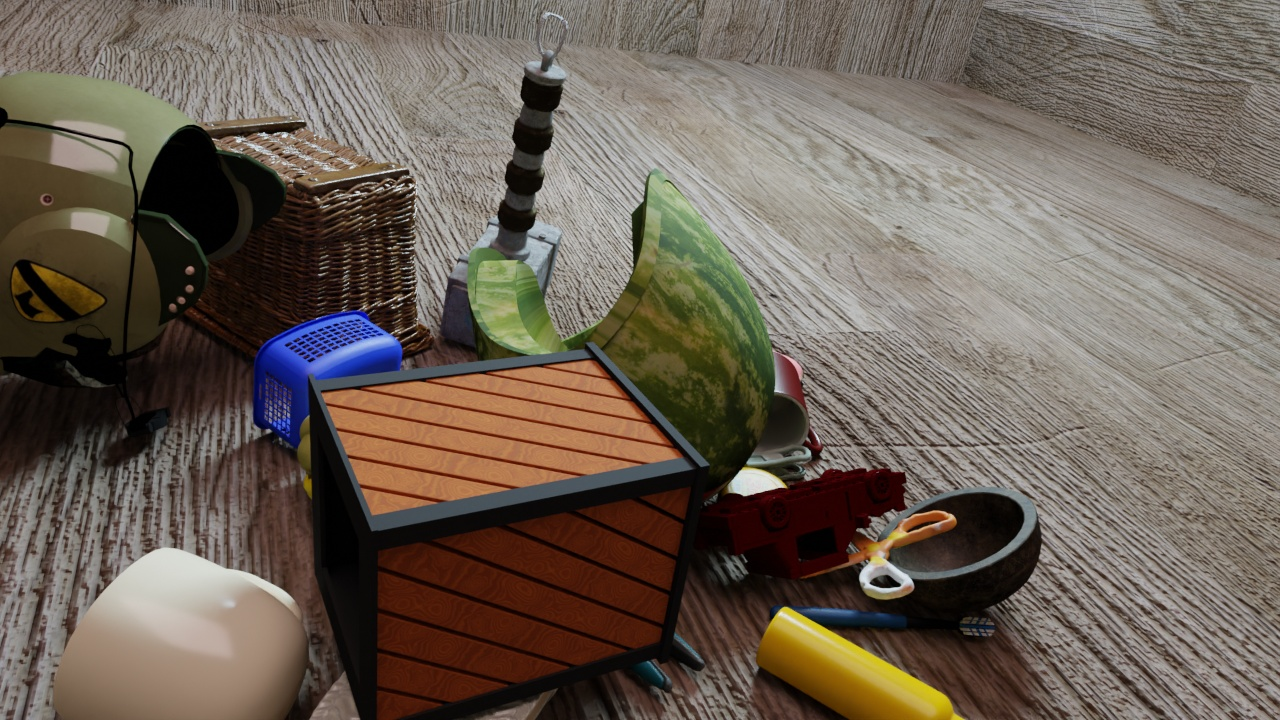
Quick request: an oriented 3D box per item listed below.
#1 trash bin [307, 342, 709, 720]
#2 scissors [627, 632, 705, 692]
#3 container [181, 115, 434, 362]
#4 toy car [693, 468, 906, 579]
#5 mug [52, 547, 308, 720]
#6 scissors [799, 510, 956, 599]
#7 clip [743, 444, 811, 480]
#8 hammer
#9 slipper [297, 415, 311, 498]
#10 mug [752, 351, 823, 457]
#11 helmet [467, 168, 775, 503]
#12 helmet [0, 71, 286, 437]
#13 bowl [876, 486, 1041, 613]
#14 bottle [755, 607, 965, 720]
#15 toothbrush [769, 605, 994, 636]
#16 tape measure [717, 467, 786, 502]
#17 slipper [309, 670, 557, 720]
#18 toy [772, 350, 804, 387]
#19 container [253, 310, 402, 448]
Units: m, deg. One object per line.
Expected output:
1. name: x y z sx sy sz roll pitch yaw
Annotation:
1. trash bin: -0.082 0.092 0.515 0.171 0.140 0.139 -7 32 -28
2. scissors: -0.016 0.173 0.628 0.146 0.019 0.133 6 26 -6
3. container: -0.335 -0.120 0.888 0.250 0.183 0.161 26 29 26
4. toy car: 0.124 0.124 0.696 0.169 0.062 0.070 -8 -1 -29
5. mug: -0.230 0.159 0.498 0.100 0.096 0.120 24 24 3
6. scissors: 0.179 0.146 0.688 0.125 0.011 0.131 -22 12 10
7. clip: 0.117 0.093 0.814 0.076 0.044 0.023 -5 33 -30
8. hammer: -0.118 -0.177 0.919 0.079 0.327 0.176 19 35 1
9. slipper: -0.182 0.096 0.656 0.191 0.091 0.081 11 65 38
10. mug: 0.130 0.050 0.867 0.105 0.073 0.082 35 24 -15
11. helmet: -0.004 0.004 0.722 0.213 0.247 0.242 -22 52 16
12. helmet: -0.415 -0.084 0.696 0.233 0.256 0.249 9 28 -7
13. bowl: 0.246 0.152 0.695 0.121 0.056 0.121 -24 13 6
14. bottle: 0.146 0.211 0.584 0.144 0.043 0.043 25 31 26
15. toothbrush: 0.176 0.189 0.667 0.167 0.014 0.014 6 -16 -8
16. tape measure: 0.093 0.116 0.759 0.059 0.030 0.068 10 30 0
17. slipper: -0.096 0.177 0.558 0.115 0.052 0.262 18 29 19
18. toy: 0.113 0.011 0.942 0.110 0.051 0.089 16 29 9
19. container: -0.253 0.019 0.757 0.058 0.096 0.114 29 33 23
